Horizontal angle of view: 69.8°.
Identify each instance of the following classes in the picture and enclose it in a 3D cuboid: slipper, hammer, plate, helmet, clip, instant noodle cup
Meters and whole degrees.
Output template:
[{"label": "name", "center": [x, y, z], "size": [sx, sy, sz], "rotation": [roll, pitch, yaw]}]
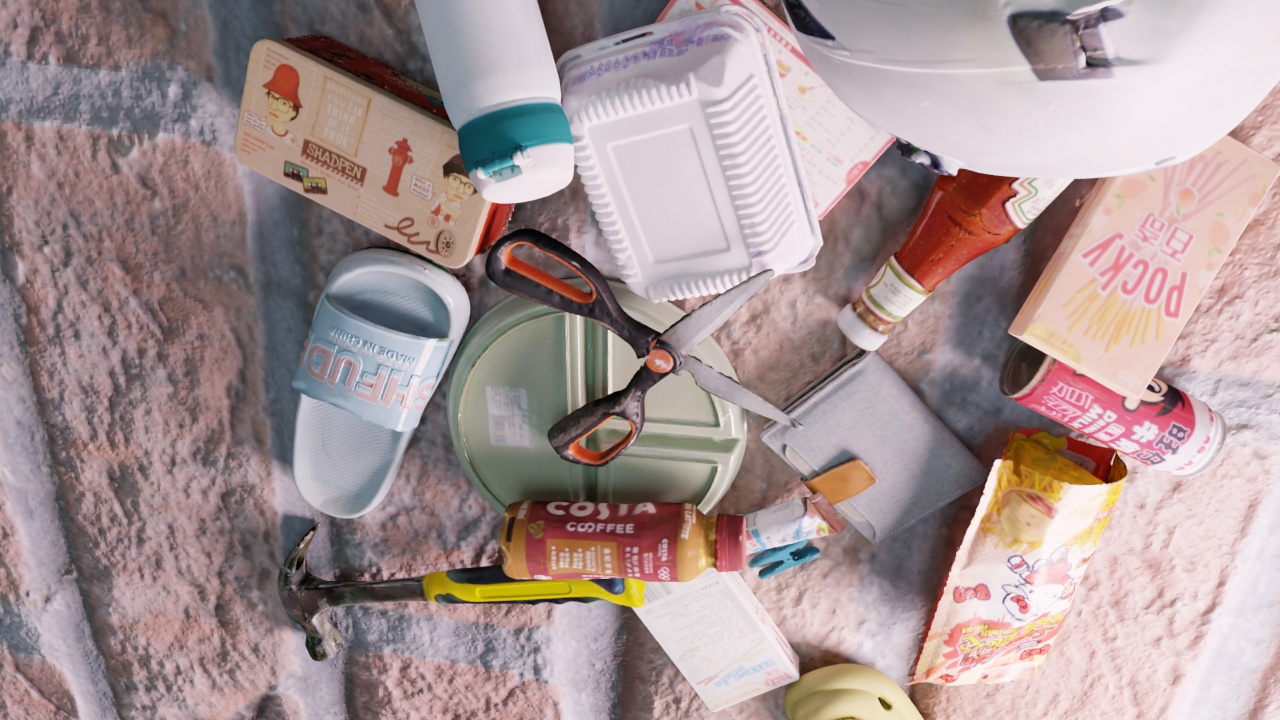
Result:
[{"label": "slipper", "center": [-0.205, 0.026, 0.668], "size": [0.104, 0.074, 0.246], "rotation": [25, 118, -3]}, {"label": "slipper", "center": [0.199, 0.328, 0.752], "size": [0.092, 0.081, 0.190], "rotation": [-37, 108, 20]}, {"label": "hammer", "center": [-0.154, 0.183, 0.747], "size": [0.324, 0.031, 0.126], "rotation": [-8, 114, 18]}, {"label": "plate", "center": [-0.036, 0.051, 0.680], "size": [0.230, 0.027, 0.230], "rotation": [3, 115, 7]}, {"label": "helmet", "center": [0.163, -0.196, 0.407], "size": [0.259, 0.145, 0.229], "rotation": [26, 110, 28]}, {"label": "clip", "center": [0.111, 0.153, 0.715], "size": [0.057, 0.014, 0.046], "rotation": [-32, 109, 20]}, {"label": "instant noodle cup", "center": [0.024, -0.109, 0.553], "size": [0.138, 0.060, 0.173], "rotation": [-8, 121, 24]}]

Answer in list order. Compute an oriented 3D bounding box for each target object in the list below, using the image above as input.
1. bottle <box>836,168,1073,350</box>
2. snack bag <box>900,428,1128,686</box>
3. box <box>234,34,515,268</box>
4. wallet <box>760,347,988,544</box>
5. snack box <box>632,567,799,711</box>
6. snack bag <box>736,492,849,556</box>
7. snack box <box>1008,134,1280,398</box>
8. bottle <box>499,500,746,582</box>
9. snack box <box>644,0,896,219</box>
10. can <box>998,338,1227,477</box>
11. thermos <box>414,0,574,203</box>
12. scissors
[{"label": "bottle", "center": [0.198, -0.088, 0.561], "size": [0.060, 0.059, 0.207], "rotation": [34, 119, -8]}, {"label": "snack bag", "center": [0.268, 0.152, 0.657], "size": [0.128, 0.073, 0.208], "rotation": [-3, 118, -20]}, {"label": "box", "center": [-0.158, -0.139, 0.587], "size": [0.168, 0.077, 0.091], "rotation": [26, 118, 2]}, {"label": "wallet", "center": [0.163, 0.066, 0.652], "size": [0.107, 0.036, 0.129], "rotation": [-40, 104, 23]}, {"label": "snack box", "center": [0.054, 0.211, 0.744], "size": [0.085, 0.026, 0.157], "rotation": [-28, 109, 20]}, {"label": "snack bag", "center": [0.100, 0.126, 0.688], "size": [0.104, 0.026, 0.048], "rotation": [-21, 123, 35]}, {"label": "snack box", "center": [0.298, -0.065, 0.547], "size": [0.084, 0.026, 0.157], "rotation": [27, 97, -4]}, {"label": "bottle", "center": [-0.011, 0.131, 0.667], "size": [0.175, 0.057, 0.057], "rotation": [-1, 116, 10]}, {"label": "snack box", "center": [0.076, -0.164, 0.558], "size": [0.156, 0.027, 0.077], "rotation": [37, 116, -10]}, {"label": "can", "center": [0.308, 0.028, 0.601], "size": [0.132, 0.053, 0.053], "rotation": [25, 117, -4]}, {"label": "thermos", "center": [-0.090, -0.199, 0.504], "size": [0.073, 0.073, 0.224], "rotation": [-15, 92, 15]}, {"label": "scissors", "center": [-0.004, 0.003, 0.595], "size": [0.230, 0.021, 0.222], "rotation": [28, 131, -1]}]
